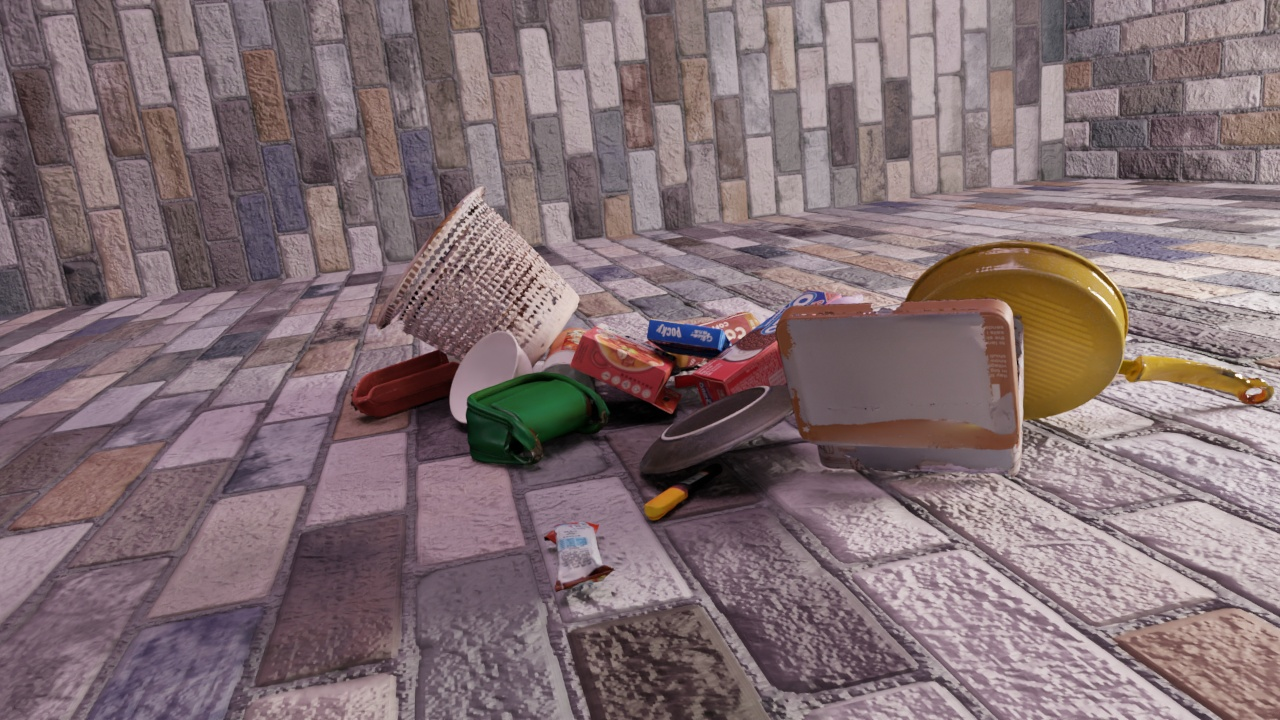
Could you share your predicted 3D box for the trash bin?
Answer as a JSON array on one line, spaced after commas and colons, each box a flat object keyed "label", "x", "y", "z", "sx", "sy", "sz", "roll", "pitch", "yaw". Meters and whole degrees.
[{"label": "trash bin", "x": -0.196, "y": -0.078, "z": 1.187, "sx": 0.192, "sy": 0.228, "sz": 0.227, "roll": 36, "pitch": 12, "yaw": -7}]

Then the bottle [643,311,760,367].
[{"label": "bottle", "x": 0.082, "y": -0.024, "z": 1.251, "sx": 0.174, "sy": 0.057, "sz": 0.057, "roll": -14, "pitch": 16, "yaw": -29}]

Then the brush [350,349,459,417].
[{"label": "brush", "x": -0.303, "y": 0.032, "z": 1.184, "sx": 0.145, "sy": 0.063, "sz": 0.069, "roll": -21, "pitch": 7, "yaw": -43}]

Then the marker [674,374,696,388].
[{"label": "marker", "x": 0.115, "y": 0.018, "z": 1.152, "sx": 0.145, "sy": 0.017, "sz": 0.017, "roll": -7, "pitch": 14, "yaw": -4}]

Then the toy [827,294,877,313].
[{"label": "toy", "x": 0.209, "y": -0.036, "z": 0.944, "sx": 0.084, "sy": 0.039, "sz": 0.108, "roll": -28, "pitch": 23, "yaw": 1}]

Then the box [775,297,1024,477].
[{"label": "box", "x": 0.227, "y": -0.005, "z": 0.781, "sx": 0.183, "sy": 0.193, "sz": 0.156, "roll": 0, "pitch": 40, "yaw": 24}]

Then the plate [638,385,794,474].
[{"label": "plate", "x": 0.075, "y": 0.057, "z": 0.867, "sx": 0.179, "sy": 0.024, "sz": 0.179, "roll": -27, "pitch": 4, "yaw": 2}]

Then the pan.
[{"label": "pan", "x": 0.424, "y": -0.006, "z": 0.863, "sx": 0.357, "sy": 0.198, "sz": 0.078, "roll": 21, "pitch": 49, "yaw": 3}]

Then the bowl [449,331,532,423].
[{"label": "bowl", "x": -0.164, "y": 0.031, "z": 1.091, "sx": 0.118, "sy": 0.118, "sz": 0.064, "roll": 10, "pitch": -17, "yaw": 47}]

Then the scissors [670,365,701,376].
[{"label": "scissors", "x": 0.063, "y": 0.010, "z": 1.160, "sx": 0.159, "sy": 0.014, "sz": 0.171, "roll": -2, "pitch": -6, "yaw": -39}]

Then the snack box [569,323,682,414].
[{"label": "snack box", "x": -0.006, "y": 0.006, "z": 1.059, "sx": 0.127, "sy": 0.044, "sz": 0.113, "roll": 25, "pitch": 11, "yaw": 4}]

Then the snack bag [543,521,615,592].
[{"label": "snack bag", "x": -0.047, "y": 0.145, "z": 0.688, "sx": 0.048, "sy": 0.026, "sz": 0.104, "roll": -15, "pitch": 16, "yaw": -9}]

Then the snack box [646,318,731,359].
[{"label": "snack box", "x": 0.062, "y": -0.023, "z": 1.101, "sx": 0.084, "sy": 0.026, "sz": 0.157, "roll": 9, "pitch": -4, "yaw": 10}]

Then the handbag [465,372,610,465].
[{"label": "handbag", "x": -0.114, "y": 0.066, "z": 0.976, "sx": 0.120, "sy": 0.068, "sz": 0.131, "roll": 16, "pitch": 24, "yaw": 40}]

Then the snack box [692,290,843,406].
[{"label": "snack box", "x": 0.155, "y": -0.009, "z": 1.051, "sx": 0.207, "sy": 0.058, "sz": 0.057, "roll": -34, "pitch": 26, "yaw": -28}]

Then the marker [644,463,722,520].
[{"label": "marker", "x": 0.040, "y": 0.113, "z": 0.808, "sx": 0.018, "sy": 0.015, "sz": 0.123, "roll": 5, "pitch": 15, "yaw": 32}]

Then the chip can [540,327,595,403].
[{"label": "chip can", "x": -0.089, "y": 0.013, "z": 1.151, "sx": 0.071, "sy": 0.071, "sz": 0.214, "roll": -6, "pitch": 13, "yaw": 1}]
